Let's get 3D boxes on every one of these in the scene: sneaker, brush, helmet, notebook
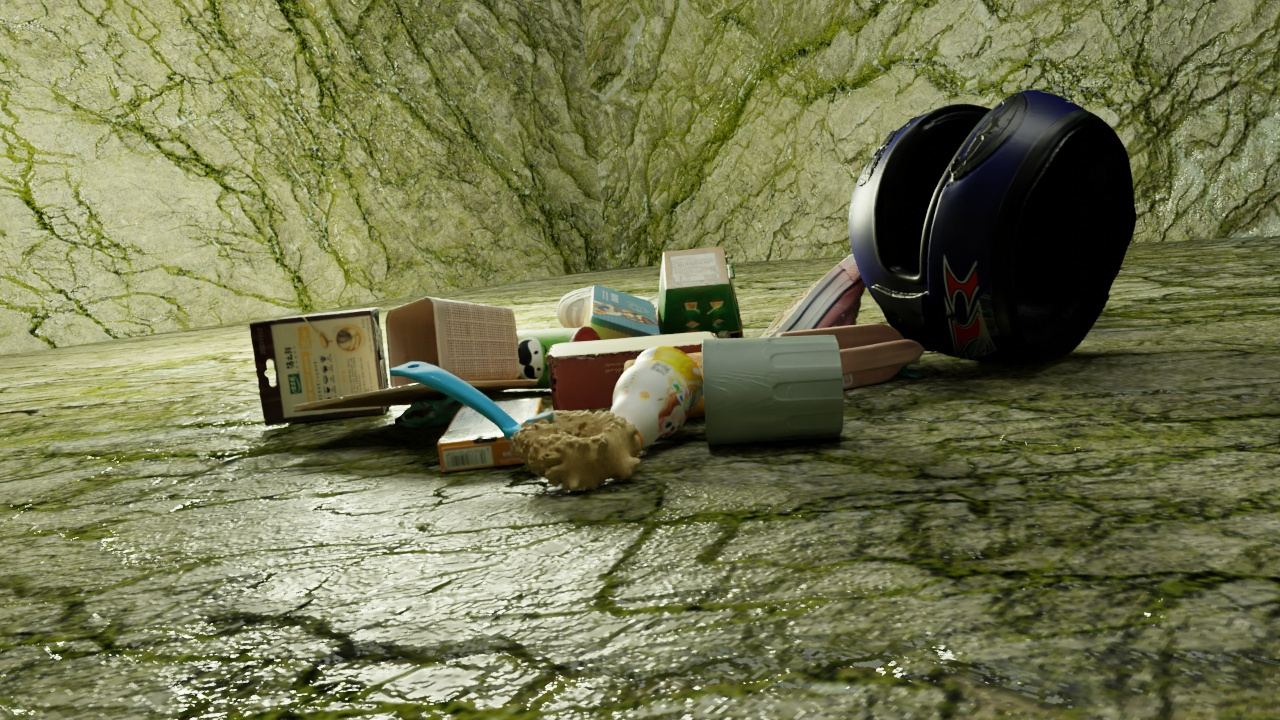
[{"bbox_3d":[-0.018,-0.051,1.288,0.242,0.089,0.090,5,17,23],"label":"sneaker"},{"bbox_3d":[0.203,-0.035,1.007,0.240,0.088,0.119,-42,0,-44],"label":"sneaker"},{"bbox_3d":[0.197,-0.002,0.881,0.145,0.063,0.073,-7,5,-21],"label":"brush"},{"bbox_3d":[0.330,-0.141,0.922,0.240,0.247,0.315,31,-10,41],"label":"helmet"},{"bbox_3d":[-0.212,0.033,0.900,0.148,0.008,0.207,-10,-4,20],"label":"notebook"},{"bbox_3d":[-0.107,0.039,0.699,0.255,0.046,0.083,21,31,36],"label":"brush"}]

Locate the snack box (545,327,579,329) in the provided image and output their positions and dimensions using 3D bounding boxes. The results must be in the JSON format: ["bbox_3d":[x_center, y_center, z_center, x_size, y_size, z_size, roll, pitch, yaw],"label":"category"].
[{"bbox_3d":[-0.108,-0.015,1.210,0.113,0.044,0.126,0,9,26],"label":"snack box"}]

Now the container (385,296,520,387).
[{"bbox_3d":[-0.193,-0.014,0.961,0.090,0.090,0.110,-13,-9,42],"label":"container"}]

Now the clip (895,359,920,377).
[{"bbox_3d":[0.262,0.006,0.928,0.014,0.043,0.056,-11,14,-26],"label":"clip"}]

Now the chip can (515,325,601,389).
[{"bbox_3d":[-0.159,-0.001,1.054,0.236,0.072,0.072,-1,10,28],"label":"chip can"}]

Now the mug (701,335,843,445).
[{"bbox_3d":[0.103,0.027,0.729,0.103,0.083,0.124,-3,-16,7],"label":"mug"}]

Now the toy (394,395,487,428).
[{"bbox_3d":[-0.189,0.049,0.881,0.091,0.030,0.097,-12,-2,-19],"label":"toy"}]

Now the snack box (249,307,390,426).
[{"bbox_3d":[-0.341,0.006,0.987,0.125,0.113,0.053,-5,8,-3],"label":"snack box"}]

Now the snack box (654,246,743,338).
[{"bbox_3d":[0.069,-0.079,1.159,0.117,0.106,0.118,-5,42,3],"label":"snack box"}]

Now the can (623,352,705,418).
[{"bbox_3d":[0.060,0.021,0.822,0.146,0.058,0.058,-7,9,-6],"label":"can"}]

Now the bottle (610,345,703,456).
[{"bbox_3d":[0.007,0.035,0.733,0.063,0.063,0.108,0,29,29],"label":"bottle"}]

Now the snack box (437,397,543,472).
[{"bbox_3d":[-0.124,0.060,0.786,0.075,0.026,0.153,-5,9,-3],"label":"snack box"}]

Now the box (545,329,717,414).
[{"bbox_3d":[-0.005,0.005,0.894,0.168,0.080,0.091,-5,10,-2],"label":"box"}]

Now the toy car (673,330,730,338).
[{"bbox_3d":[0.057,-0.007,1.058,0.070,0.042,0.157,-2,8,21],"label":"toy car"}]

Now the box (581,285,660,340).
[{"bbox_3d":[-0.027,-0.041,1.130,0.089,0.059,0.184,17,18,-9],"label":"box"}]
